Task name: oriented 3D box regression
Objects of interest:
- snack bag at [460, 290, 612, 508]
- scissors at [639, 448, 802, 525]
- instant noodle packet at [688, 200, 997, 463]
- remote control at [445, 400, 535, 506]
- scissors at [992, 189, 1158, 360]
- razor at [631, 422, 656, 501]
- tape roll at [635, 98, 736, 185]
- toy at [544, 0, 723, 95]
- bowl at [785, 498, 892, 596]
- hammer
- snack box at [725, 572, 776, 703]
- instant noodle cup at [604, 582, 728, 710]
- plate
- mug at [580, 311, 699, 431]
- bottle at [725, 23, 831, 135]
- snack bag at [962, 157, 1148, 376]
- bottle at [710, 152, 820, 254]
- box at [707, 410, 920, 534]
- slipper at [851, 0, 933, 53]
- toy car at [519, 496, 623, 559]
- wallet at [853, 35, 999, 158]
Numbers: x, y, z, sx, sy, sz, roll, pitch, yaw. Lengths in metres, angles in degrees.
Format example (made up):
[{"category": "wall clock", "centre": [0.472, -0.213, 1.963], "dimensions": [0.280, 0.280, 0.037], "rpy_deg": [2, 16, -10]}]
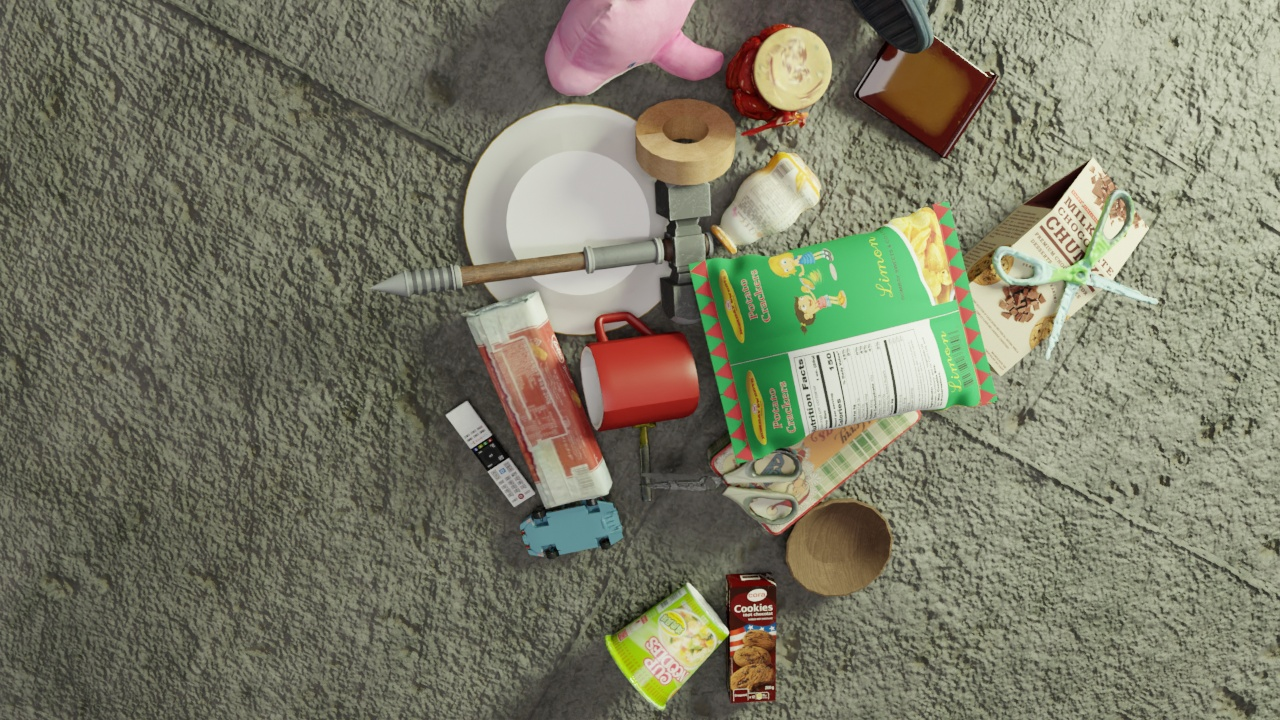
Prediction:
[{"category": "snack bag", "centre": [-0.102, 0.042, 0.936], "dimensions": [0.078, 0.041, 0.225], "rpy_deg": [-16, 104, 19]}, {"category": "scissors", "centre": [0.087, 0.116, 0.935], "dimensions": [0.169, 0.012, 0.133], "rpy_deg": [33, 98, -4]}, {"category": "instant noodle packet", "centre": [0.191, -0.026, 0.871], "dimensions": [0.253, 0.090, 0.195], "rpy_deg": [-14, 90, 2]}, {"category": "remote control", "centre": [-0.157, 0.098, 0.968], "dimensions": [0.028, 0.011, 0.124], "rpy_deg": [-33, 103, 6]}, {"category": "scissors", "centre": [0.416, -0.082, 0.874], "dimensions": [0.172, 0.021, 0.171], "rpy_deg": [17, 99, -11]}, {"category": "razor", "centre": [0.005, 0.102, 0.967], "dimensions": [0.026, 0.042, 0.106], "rpy_deg": [-4, 113, -3]}, {"category": "tape roll", "centre": [0.042, -0.206, 0.861], "dimensions": [0.094, 0.093, 0.027], "rpy_deg": [-2, 142, -2]}, {"category": "toy", "centre": [0.018, -0.340, 0.811], "dimensions": [0.186, 0.128, 0.265], "rpy_deg": [44, 93, -7]}, {"category": "bowl", "centre": [0.211, 0.197, 0.994], "dimensions": [0.118, 0.030, 0.118], "rpy_deg": [-2, 108, -5]}, {"category": "hammer", "centre": [-0.086, -0.089, 0.860], "dimensions": [0.322, 0.043, 0.156], "rpy_deg": [-9, 110, -15]}, {"category": "snack box", "centre": [0.122, 0.308, 1.019], "dimensions": [0.051, 0.031, 0.141], "rpy_deg": [-2, 104, -2]}, {"category": "instant noodle cup", "centre": [0.033, 0.301, 0.987], "dimensions": [0.108, 0.099, 0.099], "rpy_deg": [-41, 102, -1]}, {"category": "plate", "centre": [-0.062, -0.136, 0.909], "dimensions": [0.230, 0.021, 0.230], "rpy_deg": [0, 104, -2]}, {"category": "mug", "centre": [-0.005, 0.005, 0.911], "dimensions": [0.096, 0.081, 0.116], "rpy_deg": [-8, 73, -16]}, {"category": "bottle", "centre": [0.126, -0.256, 0.844], "dimensions": [0.099, 0.111, 0.099], "rpy_deg": [-2, 105, -6]}, {"category": "snack bag", "centre": [0.396, -0.094, 0.912], "dimensions": [0.206, 0.070, 0.094], "rpy_deg": [-43, 101, 8]}, {"category": "bottle", "centre": [0.120, -0.150, 0.893], "dimensions": [0.108, 0.063, 0.063], "rpy_deg": [-39, 102, 8]}, {"category": "box", "centre": [0.178, 0.077, 0.957], "dimensions": [0.205, 0.050, 0.117], "rpy_deg": [-40, 103, 6]}, {"category": "slipper", "centre": [0.210, -0.406, 0.822], "dimensions": [0.082, 0.101, 0.263], "rpy_deg": [-30, 97, -3]}, {"category": "toy car", "centre": [-0.072, 0.176, 0.983], "dimensions": [0.108, 0.027, 0.060], "rpy_deg": [-14, 104, 11]}, {"category": "wallet", "centre": [0.279, -0.267, 0.896], "dimensions": [0.115, 0.018, 0.091], "rpy_deg": [29, 100, -12]}]
